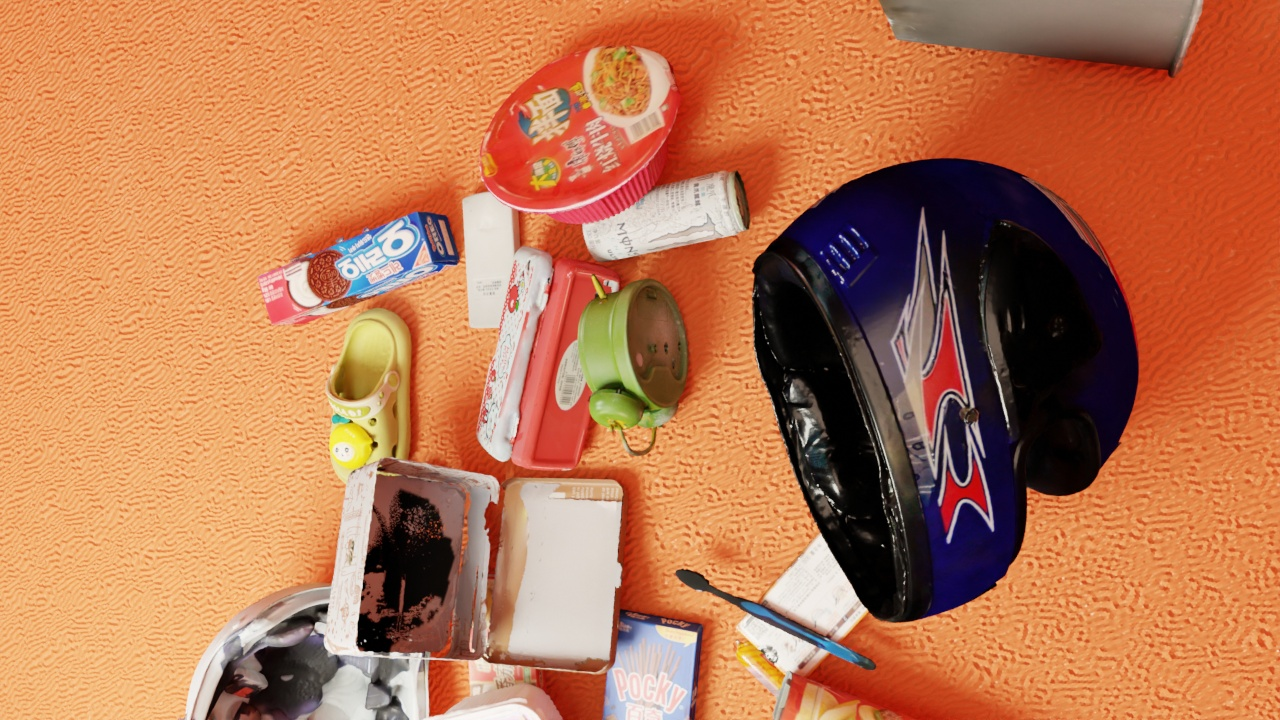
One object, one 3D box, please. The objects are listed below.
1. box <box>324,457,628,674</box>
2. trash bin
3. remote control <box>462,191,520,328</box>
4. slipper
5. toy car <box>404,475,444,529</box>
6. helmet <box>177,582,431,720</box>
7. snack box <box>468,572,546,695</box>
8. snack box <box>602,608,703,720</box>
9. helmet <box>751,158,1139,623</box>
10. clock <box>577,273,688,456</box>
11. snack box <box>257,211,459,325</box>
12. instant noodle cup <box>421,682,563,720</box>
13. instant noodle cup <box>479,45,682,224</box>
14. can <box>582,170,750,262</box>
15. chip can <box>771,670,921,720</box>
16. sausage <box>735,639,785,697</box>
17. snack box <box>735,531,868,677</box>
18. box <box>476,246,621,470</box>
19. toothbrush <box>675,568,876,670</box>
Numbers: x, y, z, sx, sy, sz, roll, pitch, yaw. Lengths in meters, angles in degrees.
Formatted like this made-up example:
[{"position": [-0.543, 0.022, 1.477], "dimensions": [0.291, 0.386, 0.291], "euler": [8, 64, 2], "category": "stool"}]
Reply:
[{"position": [-0.150, 0.194, 0.860], "dimensions": [0.272, 0.131, 0.179], "euler": [6, 72, -9], "category": "box"}, {"position": [0.304, -0.328, 0.680], "dimensions": [0.220, 0.198, 0.199], "euler": [10, 92, 26], "category": "trash bin"}, {"position": [-0.147, -0.100, 0.915], "dimensions": [0.056, 0.019, 0.135], "euler": [-4, 90, 19], "category": "remote control"}, {"position": [-0.287, 0.040, 0.935], "dimensions": [0.092, 0.081, 0.190], "euler": [6, 90, 21], "category": "slipper"}, {"position": [-0.251, 0.160, 0.947], "dimensions": [0.121, 0.036, 0.054], "euler": [-36, 79, 6], "category": "toy car"}, {"position": [-0.334, 0.338, 0.899], "dimensions": [0.146, 0.228, 0.258], "euler": [8, 88, 60], "category": "helmet"}, {"position": [-0.134, 0.290, 0.913], "dimensions": [0.075, 0.025, 0.153], "euler": [-3, 90, 18], "category": "snack box"}, {"position": [0.009, 0.321, 0.865], "dimensions": [0.085, 0.026, 0.157], "euler": [6, 93, 18], "category": "snack box"}, {"position": [0.233, 0.008, 0.675], "dimensions": [0.240, 0.247, 0.315], "euler": [-17, 88, -8], "category": "helmet"}, {"position": [-0.005, 0.005, 0.821], "dimensions": [0.056, 0.116, 0.161], "euler": [-8, 85, 30], "category": "clock"}, {"position": [-0.292, -0.094, 0.945], "dimensions": [0.208, 0.057, 0.058], "euler": [-18, 88, 18], "category": "snack box"}, {"position": [-0.116, 0.381, 0.868], "dimensions": [0.138, 0.060, 0.173], "euler": [-20, 105, 20], "category": "instant noodle cup"}, {"position": [-0.046, -0.193, 0.828], "dimensions": [0.194, 0.066, 0.193], "euler": [-12, 56, 18], "category": "instant noodle cup"}, {"position": [0.023, -0.131, 0.838], "dimensions": [0.147, 0.058, 0.058], "euler": [-9, 88, 18], "category": "can"}, {"position": [0.215, 0.329, 0.760], "dimensions": [0.217, 0.073, 0.073], "euler": [16, 96, 11], "category": "chip can"}, {"position": [0.146, 0.311, 0.821], "dimensions": [0.165, 0.021, 0.021], "euler": [42, 103, 13], "category": "sausage"}, {"position": [0.161, 0.207, 0.812], "dimensions": [0.075, 0.026, 0.154], "euler": [41, 103, 13], "category": "snack box"}, {"position": [-0.099, -0.004, 0.876], "dimensions": [0.102, 0.095, 0.201], "euler": [20, 99, 45], "category": "box"}, {"position": [0.117, 0.226, 0.808], "dimensions": [0.189, 0.016, 0.014], "euler": [23, 89, 15], "category": "toothbrush"}]
